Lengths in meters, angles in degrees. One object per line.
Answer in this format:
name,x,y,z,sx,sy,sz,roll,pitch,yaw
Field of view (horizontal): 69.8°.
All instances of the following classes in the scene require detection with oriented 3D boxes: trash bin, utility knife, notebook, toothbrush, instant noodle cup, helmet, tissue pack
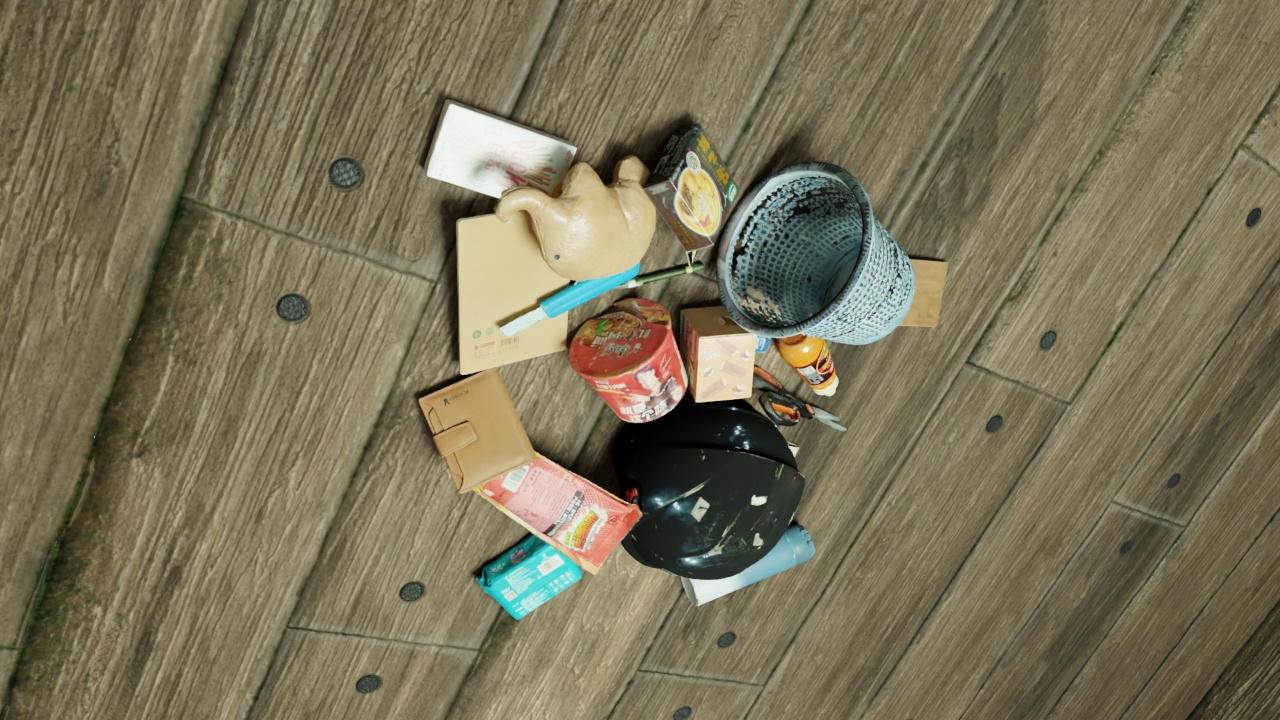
trash bin,0.243,-0.114,1.186,0.195,0.226,0.227,20,107,-44
utility knife,-0.085,-0.080,1.136,0.202,0.018,0.034,-30,130,-20
notebook,-0.150,-0.085,1.102,0.147,0.008,0.208,-15,129,-29
toothbrush,-0.003,-0.099,1.187,0.185,0.012,0.017,-16,127,-16
instant noodle cup,-0.007,0.007,1.173,0.138,0.138,0.109,-34,131,-5
helmet,0.093,0.183,1.247,0.233,0.230,0.275,22,94,-30
tissue pack,-0.157,0.304,1.308,0.133,0.050,0.093,-33,126,-4

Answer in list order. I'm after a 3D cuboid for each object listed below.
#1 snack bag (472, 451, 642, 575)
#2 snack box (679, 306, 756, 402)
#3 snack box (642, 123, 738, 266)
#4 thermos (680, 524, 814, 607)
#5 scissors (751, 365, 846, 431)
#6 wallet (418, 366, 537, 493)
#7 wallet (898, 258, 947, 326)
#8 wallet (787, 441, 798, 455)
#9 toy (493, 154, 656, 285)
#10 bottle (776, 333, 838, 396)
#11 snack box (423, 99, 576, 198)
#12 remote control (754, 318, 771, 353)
snack bag,-0.113,0.187,1.198,0.208,0.073,0.129,32,118,-6
snack box,0.099,-0.010,1.205,0.077,0.092,0.094,-5,117,-11
snack box,0.065,-0.199,1.107,0.125,0.053,0.113,50,47,-31
thermos,0.173,0.323,1.459,0.220,0.070,0.070,-18,122,-15
scissors,0.233,0.058,1.356,0.022,0.161,0.233,-43,163,25
wallet,-0.203,0.086,1.143,0.107,0.031,0.131,-23,83,-10
wallet,0.403,-0.100,1.352,0.115,0.020,0.101,0,103,-28
wallet,0.185,0.172,1.409,0.087,0.024,0.115,16,110,-29
toy,-0.066,-0.156,1.047,0.225,0.083,0.143,-20,113,-45
bottle,0.250,0.005,1.329,0.067,0.066,0.149,-40,132,0
snack box,-0.158,-0.229,1.039,0.156,0.027,0.085,13,111,-29
remote control,0.121,-0.038,1.267,0.124,0.024,0.049,3,115,-21
